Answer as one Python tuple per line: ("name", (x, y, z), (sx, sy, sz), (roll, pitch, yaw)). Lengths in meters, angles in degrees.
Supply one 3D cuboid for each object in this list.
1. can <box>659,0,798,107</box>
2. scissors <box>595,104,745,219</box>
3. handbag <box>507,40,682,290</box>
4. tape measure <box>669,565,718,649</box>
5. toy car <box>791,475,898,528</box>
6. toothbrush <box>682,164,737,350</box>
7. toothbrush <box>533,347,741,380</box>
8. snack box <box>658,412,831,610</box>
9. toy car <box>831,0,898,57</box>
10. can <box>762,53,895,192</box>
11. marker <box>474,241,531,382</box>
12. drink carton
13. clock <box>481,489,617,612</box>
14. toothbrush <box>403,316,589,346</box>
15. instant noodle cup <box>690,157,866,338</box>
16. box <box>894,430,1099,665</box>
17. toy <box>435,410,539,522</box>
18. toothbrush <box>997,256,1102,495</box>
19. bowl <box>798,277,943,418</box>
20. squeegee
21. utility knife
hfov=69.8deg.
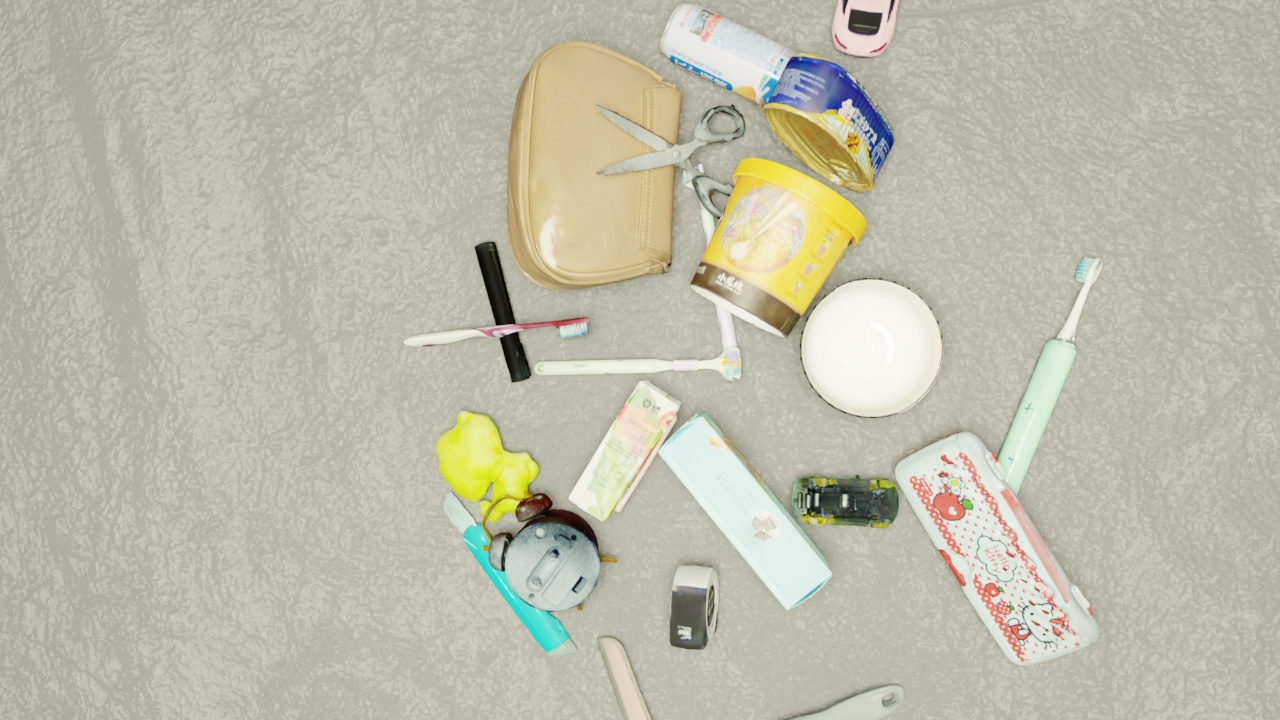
("can", (0.086, -0.263, 0.802), (0.134, 0.053, 0.053), (28, 93, 6))
("scissors", (0.035, -0.175, 0.777), (0.178, 0.014, 0.159), (48, 60, -29))
("handbag", (-0.042, -0.162, 0.794), (0.147, 0.100, 0.204), (4, 89, -19))
("tape measure", (0.047, 0.211, 0.797), (0.034, 0.065, 0.066), (2, 88, 14))
("toy car", (0.177, 0.121, 0.797), (0.091, 0.036, 0.043), (3, 89, 8))
("toothbrush", (0.066, -0.080, 0.821), (0.021, 0.029, 0.189), (-11, 89, -31))
("toothbrush", (-0.005, 0.005, 0.823), (0.190, 0.020, 0.029), (-1, 91, 12))
("snack box", (0.089, 0.125, 0.788), (0.051, 0.074, 0.175), (-40, 85, 4))
("toy car", (0.200, -0.326, 0.799), (0.056, 0.037, 0.122), (11, 90, 5))
("can", (0.157, -0.192, 0.753), (0.075, 0.148, 0.049), (28, 90, 38))
("marker", (-0.126, -0.045, 0.842), (0.022, 0.020, 0.132), (-18, 87, 49))
("drink carton", (-0.011, 0.080, 0.811), (0.045, 0.053, 0.122), (32, 94, 6))
("clock", (-0.086, 0.167, 0.812), (0.122, 0.055, 0.082), (36, 96, -3))
("toothbrush", (-0.132, -0.023, 0.828), (0.188, 0.016, 0.017), (-5, 102, 20))
("instant noodle cup", (0.109, -0.089, 0.764), (0.118, 0.118, 0.114), (29, 92, 6))
("box", (0.295, 0.155, 0.763), (0.087, 0.046, 0.201), (-35, 84, 37))
("toy", (-0.143, 0.098, 0.838), (0.100, 0.031, 0.096), (12, 93, 6))
("toothbrush", (0.347, 0.016, 0.782), (0.027, 0.026, 0.224), (25, 94, 51))
("bowl", (0.192, -0.010, 0.781), (0.116, 0.066, 0.116), (0, 90, 7))
("squeegee", (0.112, 0.329, 0.803), (0.250, 0.040, 0.247), (-19, 87, 6))
("utility knife", (-0.123, 0.198, 0.843), (0.029, 0.013, 0.186), (-38, 87, 3))
